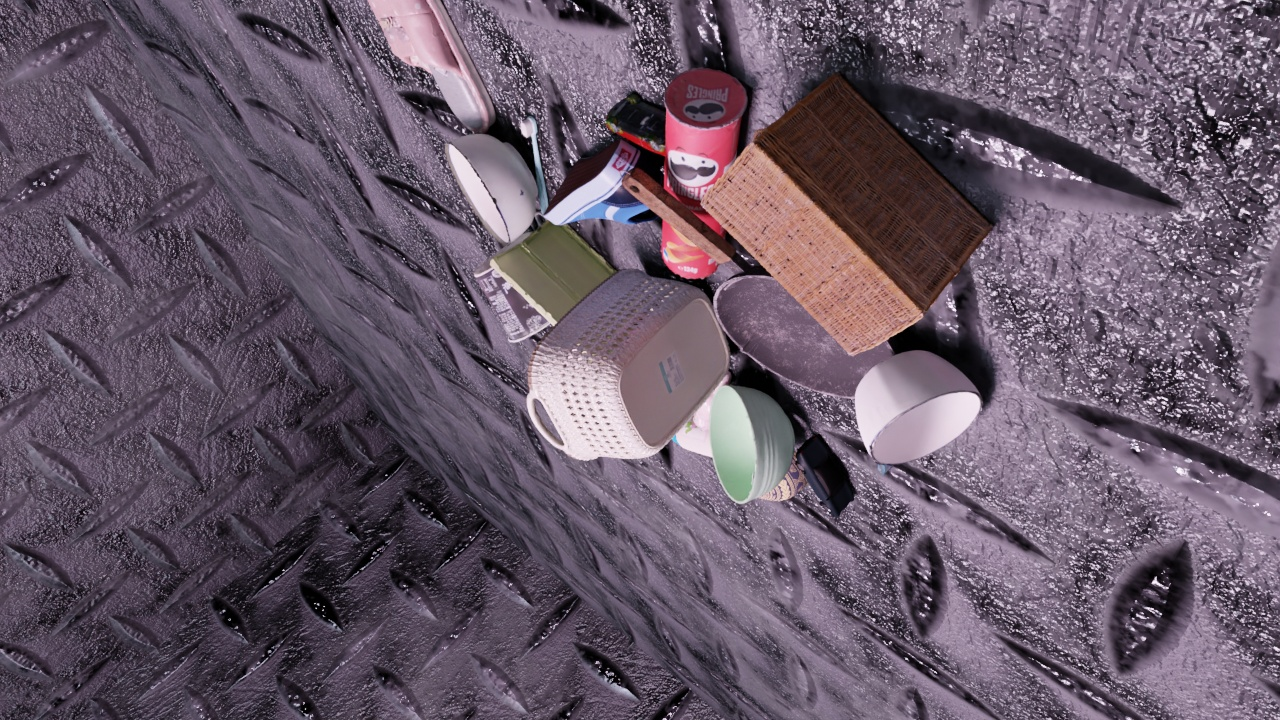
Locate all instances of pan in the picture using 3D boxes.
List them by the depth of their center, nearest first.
[{"bbox_3d":[0.117,-0.078,0.911,0.357,0.040,0.208,41,157,-21],"label":"pan"}]

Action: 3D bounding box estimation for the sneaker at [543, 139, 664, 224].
[{"bbox_3d":[-0.037,-0.179,1.049,0.098,0.083,0.242,34,168,-20],"label":"sneaker"}]

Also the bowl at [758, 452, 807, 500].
[{"bbox_3d":[0.169,0.154,1.270,0.112,0.061,0.113,38,157,20],"label":"bowl"}]

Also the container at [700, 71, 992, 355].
[{"bbox_3d":[0.166,-0.117,0.746,0.198,0.112,0.114,46,158,0],"label":"container"}]

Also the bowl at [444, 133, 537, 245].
[{"bbox_3d":[-0.188,-0.234,1.210,0.153,0.072,0.154,50,165,19],"label":"bowl"}]

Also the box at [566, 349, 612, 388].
[{"bbox_3d":[-0.080,-0.017,1.339,0.206,0.049,0.117,168,85,-78],"label":"box"}]

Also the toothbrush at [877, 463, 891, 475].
[{"bbox_3d":[0.275,0.075,1.006,0.016,0.017,0.189,35,156,29],"label":"toothbrush"}]

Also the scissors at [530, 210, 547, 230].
[{"bbox_3d":[-0.154,-0.184,1.335,0.095,0.014,0.171,39,154,12],"label":"scissors"}]

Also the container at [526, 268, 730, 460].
[{"bbox_3d":[-0.007,0.006,1.115,0.143,0.245,0.185,7,134,45],"label":"container"}]

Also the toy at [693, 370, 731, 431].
[{"bbox_3d":[0.094,0.047,1.245,0.063,0.047,0.110,30,142,28],"label":"toy"}]

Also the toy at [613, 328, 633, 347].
[{"bbox_3d":[-0.002,0.010,1.325,0.155,0.064,0.171,52,161,-4],"label":"toy"}]

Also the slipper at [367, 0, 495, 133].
[{"bbox_3d":[-0.271,-0.394,1.129,0.114,0.054,0.274,17,145,51],"label":"slipper"}]

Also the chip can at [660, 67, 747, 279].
[{"bbox_3d":[0.057,-0.173,0.902,0.073,0.073,0.233,38,157,19],"label":"chip can"}]

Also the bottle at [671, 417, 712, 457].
[{"bbox_3d":[0.084,0.110,1.362,0.146,0.051,0.051,10,139,55],"label":"bottle"}]

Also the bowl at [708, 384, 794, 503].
[{"bbox_3d":[0.148,0.102,1.169,0.151,0.077,0.151,173,91,-74],"label":"bowl"}]

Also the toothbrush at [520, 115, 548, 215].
[{"bbox_3d":[-0.134,-0.246,1.192,0.016,0.016,0.181,41,159,23],"label":"toothbrush"}]

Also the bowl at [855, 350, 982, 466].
[{"bbox_3d":[0.256,0.041,0.870,0.116,0.116,0.065,81,169,-55],"label":"bowl"}]

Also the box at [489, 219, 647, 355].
[{"bbox_3d":[-0.093,-0.097,1.219,0.187,0.140,0.044,42,142,4],"label":"box"}]

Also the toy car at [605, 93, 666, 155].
[{"bbox_3d":[0.006,-0.236,0.925,0.091,0.042,0.036,33,165,25],"label":"toy car"}]

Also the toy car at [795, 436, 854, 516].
[{"bbox_3d":[0.235,0.148,1.163,0.112,0.046,0.034,56,158,-20],"label":"toy car"}]

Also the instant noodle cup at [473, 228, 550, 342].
[{"bbox_3d":[-0.164,-0.109,1.307,0.112,0.137,0.137,54,157,-19],"label":"instant noodle cup"}]
